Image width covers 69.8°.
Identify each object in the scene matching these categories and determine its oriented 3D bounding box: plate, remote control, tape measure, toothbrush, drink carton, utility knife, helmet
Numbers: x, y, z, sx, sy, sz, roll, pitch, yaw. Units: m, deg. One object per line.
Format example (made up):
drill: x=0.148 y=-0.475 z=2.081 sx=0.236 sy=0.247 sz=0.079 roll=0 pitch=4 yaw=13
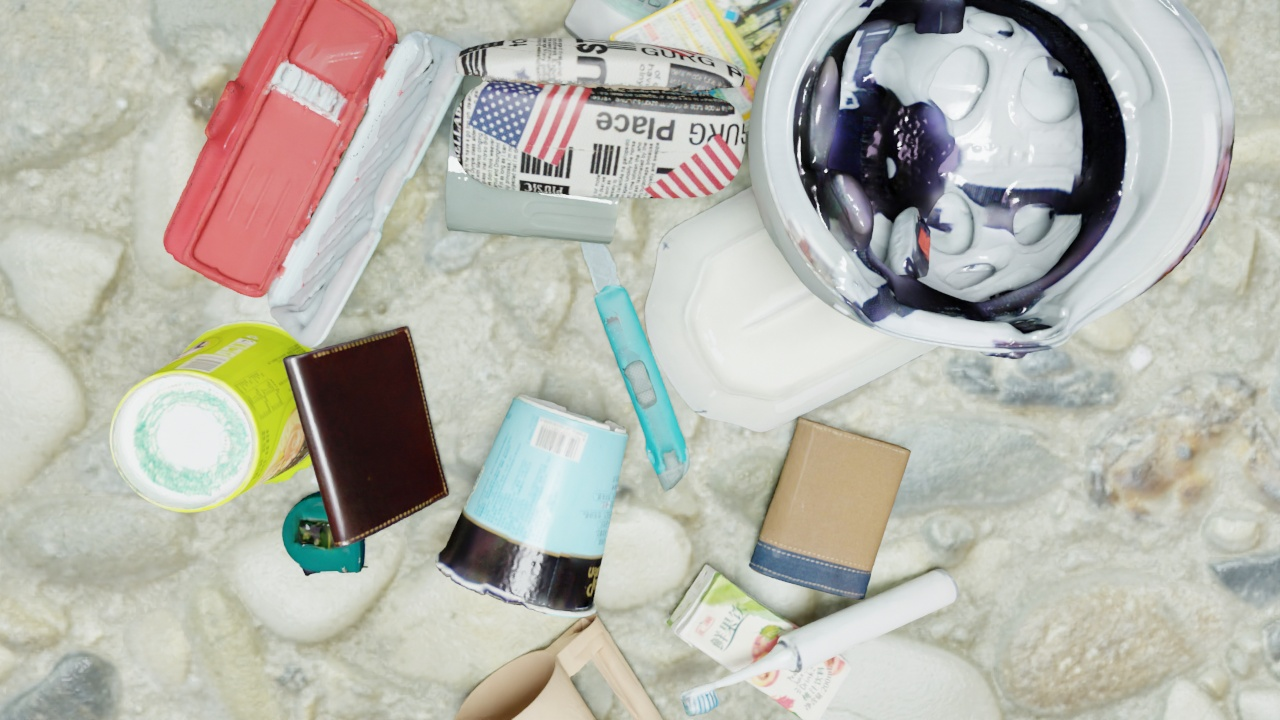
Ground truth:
plate: x=0.133 y=-0.056 z=0.619 sx=0.265 sy=0.034 sz=0.162 roll=-26 pitch=99 yaw=-1
remote control: x=0.005 y=-0.257 z=0.587 sx=0.056 sy=0.019 sz=0.135 roll=29 pitch=95 yaw=-8
tape measure: x=-0.214 y=0.117 z=0.624 sx=0.054 sy=0.025 sz=0.058 roll=0 pitch=98 yaw=-5
toothbrush: x=0.124 y=0.189 z=0.622 sx=0.220 sy=0.027 sz=0.026 roll=-15 pitch=72 yaw=-23
drink carton: x=0.083 y=0.200 z=0.648 sx=0.122 sy=0.045 sz=0.053 roll=36 pitch=82 yaw=-10
utility knife: x=-0.004 y=0.004 z=0.629 sx=0.029 sy=0.013 sz=0.185 roll=-21 pitch=99 yaw=-1
helmet: x=0.175 y=-0.120 z=0.522 sx=0.258 sy=0.146 sz=0.229 roll=-6 pitch=100 yaw=-14

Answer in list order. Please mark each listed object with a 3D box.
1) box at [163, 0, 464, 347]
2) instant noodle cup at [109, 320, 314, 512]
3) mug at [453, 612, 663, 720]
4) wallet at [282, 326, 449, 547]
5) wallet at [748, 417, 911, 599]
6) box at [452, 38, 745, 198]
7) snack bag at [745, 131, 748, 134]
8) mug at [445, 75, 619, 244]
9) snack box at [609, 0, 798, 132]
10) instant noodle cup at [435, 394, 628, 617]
box: x=-0.198 y=-0.123 z=0.569 sx=0.158 sy=0.069 sz=0.201 roll=30 pitch=95 yaw=17
instant noodle cup: x=-0.255 y=0.038 z=0.558 sx=0.111 sy=0.123 sz=0.112 roll=-1 pitch=99 yaw=-5
mug: x=-0.052 y=0.256 z=0.638 sx=0.124 sy=0.084 sz=0.103 roll=-36 pitch=102 yaw=-25
wallet: x=-0.171 y=0.046 z=0.588 sx=0.020 sy=0.096 sz=0.122 roll=-5 pitch=101 yaw=34
wallet: x=0.133 y=0.105 z=0.646 sx=0.090 sy=0.033 sz=0.115 roll=16 pitch=96 yaw=-10
box: x=-0.023 y=-0.136 z=0.519 sx=0.162 sy=0.075 sz=0.086 roll=2 pitch=111 yaw=-10
snack bag: x=0.086 y=-0.165 z=0.603 sx=0.105 sy=0.026 sz=0.045 roll=1 pitch=84 yaw=-5
mug: x=-0.064 y=-0.136 z=0.577 sx=0.103 sy=0.084 sz=0.123 roll=6 pitch=73 yaw=-6
snack box: x=0.059 y=-0.190 z=0.574 sx=0.140 sy=0.034 sz=0.087 roll=-31 pitch=86 yaw=-9
instant noodle cup: x=-0.062 y=0.089 z=0.598 sx=0.111 sy=0.111 sz=0.120 roll=18 pitch=88 yaw=-7
